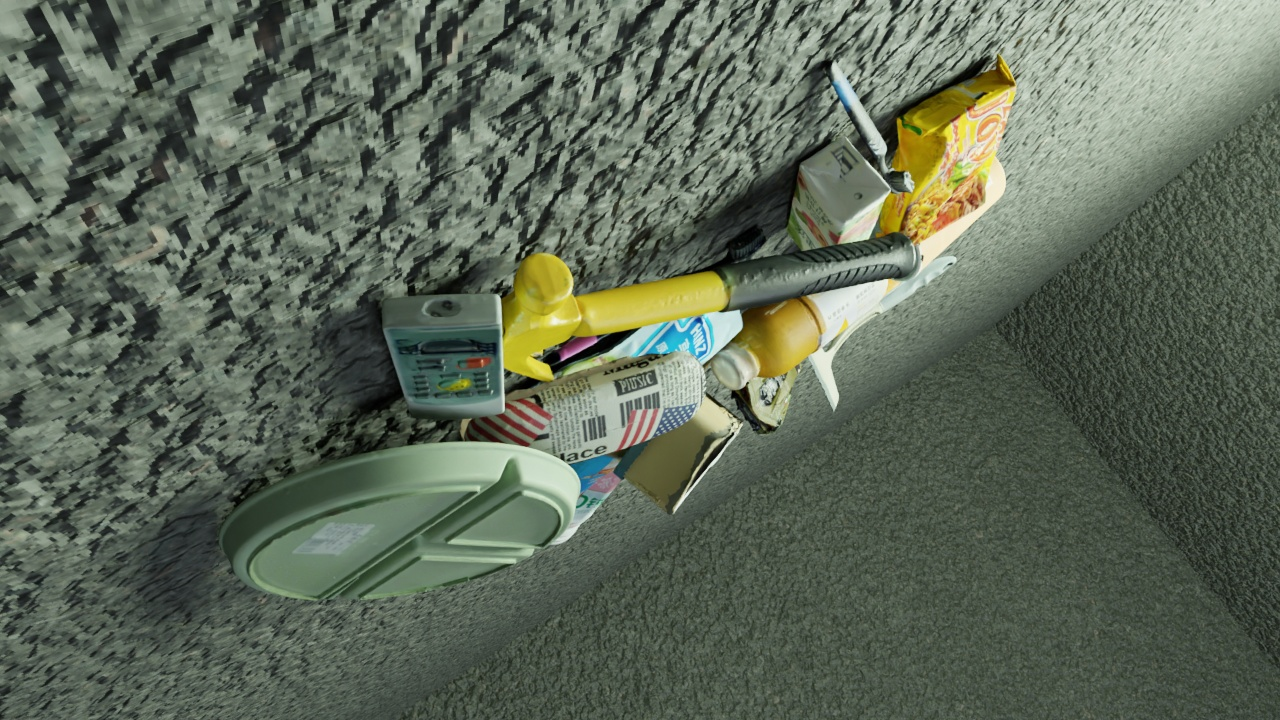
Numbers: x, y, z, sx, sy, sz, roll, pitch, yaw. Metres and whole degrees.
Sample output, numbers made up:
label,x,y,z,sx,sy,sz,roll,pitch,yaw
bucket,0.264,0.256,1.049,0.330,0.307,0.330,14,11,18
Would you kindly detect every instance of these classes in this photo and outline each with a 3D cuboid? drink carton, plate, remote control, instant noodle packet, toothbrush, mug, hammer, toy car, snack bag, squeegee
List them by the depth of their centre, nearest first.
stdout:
label,x,y,z,sx,sy,sz,roll,pitch,yaw
remote control,-0.100,0.002,0.485,0.056,0.019,0.135,-3,158,-10
hammer,0.047,-0.043,0.569,0.300,0.033,0.129,-13,164,-25
toothbrush,0.145,-0.139,0.571,0.189,0.016,0.014,24,83,-61
plate,-0.150,0.113,0.598,0.230,0.027,0.231,-12,153,-7
toothbrush,0.012,-0.046,0.646,0.189,0.014,0.018,-31,156,-14
drink carton,0.138,-0.106,0.651,0.045,0.053,0.122,-35,167,-2
instant noodle packet,0.227,-0.150,0.680,0.110,0.044,0.129,-34,147,-19
snack bag,-0.004,0.004,0.705,0.191,0.039,0.110,-32,143,-6
mug,0.251,-0.133,0.789,0.122,0.078,0.078,-36,167,-17
toy car,0.119,0.008,0.866,0.042,0.070,0.157,-24,-158,32
squeegee,0.319,-0.066,1.232,0.246,0.039,0.246,-41,148,1

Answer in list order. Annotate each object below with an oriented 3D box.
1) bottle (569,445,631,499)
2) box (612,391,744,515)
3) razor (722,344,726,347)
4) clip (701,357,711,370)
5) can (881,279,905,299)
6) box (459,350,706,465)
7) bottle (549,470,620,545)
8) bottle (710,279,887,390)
label,x,y,z,sx,sy,sz,roll,pitch,yaw
bottle,-0.088,0.114,0.834,0.065,0.065,0.219,-19,160,-48
box,0.036,0.072,0.773,0.090,0.062,0.184,-53,170,5
razor,0.108,-0.020,0.930,0.043,0.022,0.142,-42,164,21
clip,0.023,0.009,0.795,0.100,0.072,0.034,-41,167,2
can,0.204,-0.072,0.904,0.146,0.058,0.058,-37,166,8
box,-0.039,0.027,0.607,0.162,0.075,0.087,-14,153,-13
bottle,-0.053,0.110,0.892,0.068,0.068,0.197,-20,159,-45
bottle,0.139,-0.038,0.809,0.189,0.068,0.068,-35,168,-26
